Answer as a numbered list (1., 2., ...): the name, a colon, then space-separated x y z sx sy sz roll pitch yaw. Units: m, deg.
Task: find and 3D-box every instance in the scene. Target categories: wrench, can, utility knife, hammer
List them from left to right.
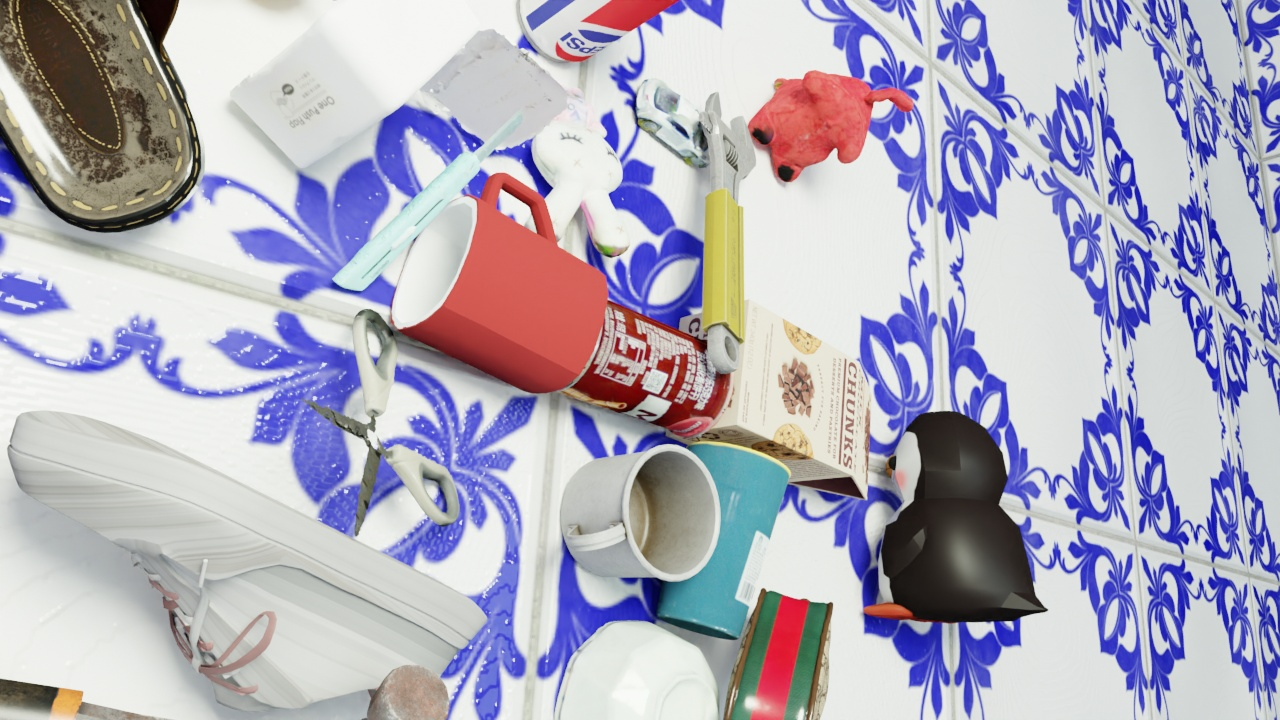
1. hammer: -0.247 0.143 0.348 0.314 0.138 0.035 21 29 -26
2. utility knife: -0.117 -0.091 0.516 0.141 0.015 0.022 -45 157 -1
3. can: -0.020 -0.255 0.615 0.070 0.132 0.070 12 72 -41
4. wrench: 0.064 -0.102 0.679 0.083 0.018 0.272 43 39 -42

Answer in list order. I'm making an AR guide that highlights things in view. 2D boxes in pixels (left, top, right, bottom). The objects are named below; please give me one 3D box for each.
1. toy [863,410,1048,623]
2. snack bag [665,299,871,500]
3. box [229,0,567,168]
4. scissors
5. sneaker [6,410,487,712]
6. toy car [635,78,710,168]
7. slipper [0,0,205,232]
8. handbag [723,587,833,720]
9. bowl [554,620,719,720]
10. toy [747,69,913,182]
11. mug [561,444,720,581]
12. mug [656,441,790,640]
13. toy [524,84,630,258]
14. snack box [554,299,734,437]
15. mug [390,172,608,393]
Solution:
1. toy: 0.279 0.133 0.801 0.159 0.140 0.183 17 68 -40
2. snack bag: 0.122 0.040 0.724 0.206 0.070 0.094 25 64 -38
3. box: -0.120 -0.152 0.521 0.132 0.107 0.151 54 45 -27
4. scissors: -0.131 0.034 0.473 0.171 0.012 0.157 65 5 -57
5. sneaker: -0.175 0.108 0.408 0.236 0.099 0.089 40 69 -37
6. toy car: 0.033 -0.187 0.722 0.089 0.027 0.038 29 60 -36
7. slipper: -0.265 -0.186 0.384 0.113 0.076 0.268 -20 100 -16
8. handbag: 0.092 0.237 0.631 0.166 0.063 0.139 -56 156 -58
9. bowl: 0.009 0.225 0.580 0.117 0.061 0.117 12 72 -40
10. toy: 0.167 -0.224 0.795 0.088 0.133 0.093 59 38 -29
11. mug: -0.010 0.101 0.583 0.113 0.071 0.084 -10 87 -44
12. mug: 0.055 0.127 0.640 0.078 0.078 0.121 31 64 -35
13. toy: -0.043 -0.131 0.631 0.079 0.038 0.122 3 75 -36
14. snack box: -0.004 0.004 0.613 0.121 0.072 0.072 21 67 -38
15. mug: -0.078 -0.051 0.546 0.096 0.081 0.116 28 65 -36
